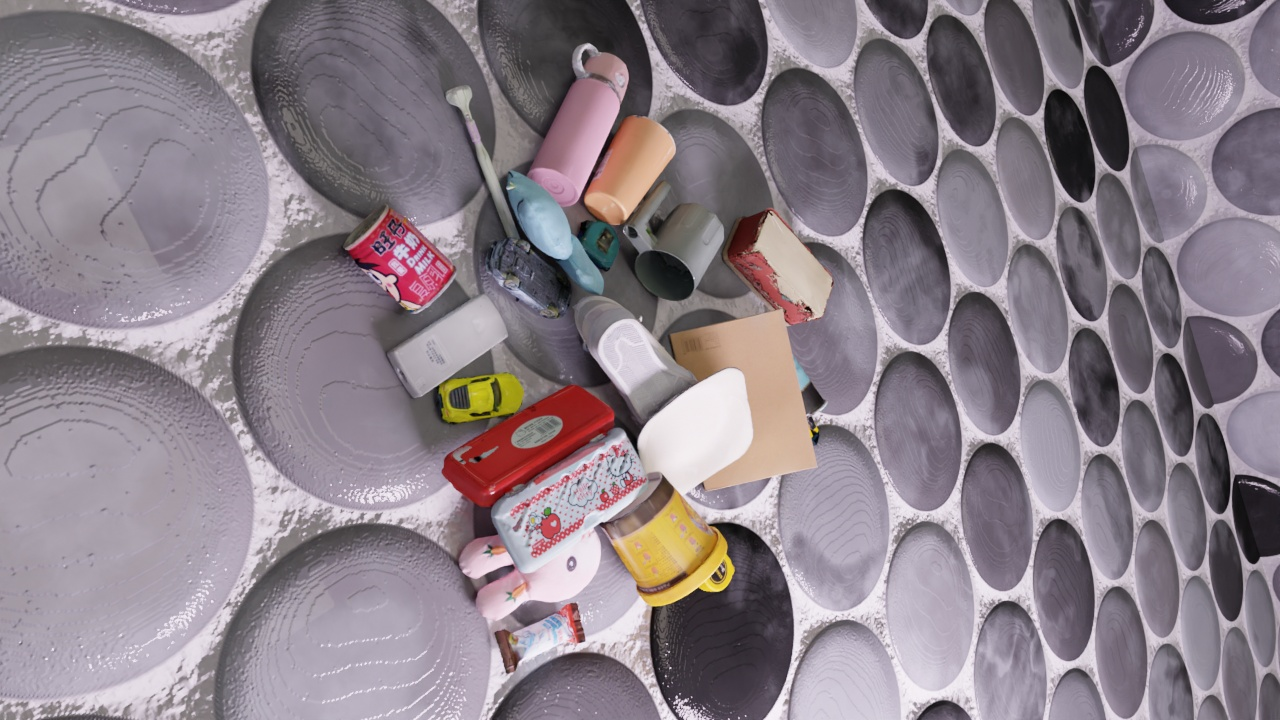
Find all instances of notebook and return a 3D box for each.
[{"bbox_3d":[0.133,0.051,1.185,0.012,0.149,0.211,-36,114,-86],"label":"notebook"}]

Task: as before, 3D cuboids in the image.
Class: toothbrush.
[{"bbox_3d":[-0.170,-0.212,1.023,0.029,0.020,0.189,-22,100,-12],"label":"toothbrush"}]

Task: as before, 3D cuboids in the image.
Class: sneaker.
[{"bbox_3d":[-0.006,0.006,1.099,0.089,0.091,0.242,-45,137,-4],"label":"sneaker"}]

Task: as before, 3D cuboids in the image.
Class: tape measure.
[{"bbox_3d":[0.088,0.263,1.161,0.057,0.029,0.060,-48,114,-38],"label":"tape measure"},{"bbox_3d":[-0.051,-0.143,1.112,0.058,0.025,0.054,36,61,-33],"label":"tape measure"}]

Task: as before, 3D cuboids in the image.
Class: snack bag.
[{"bbox_3d":[-0.106,0.295,0.981,0.104,0.026,0.048,-7,75,-43],"label":"snack bag"}]

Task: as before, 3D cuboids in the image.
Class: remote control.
[{"bbox_3d":[-0.198,-0.018,0.959,0.134,0.019,0.056,-40,109,-39],"label":"remote control"}]

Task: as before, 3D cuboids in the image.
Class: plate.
[{"bbox_3d":[0.062,0.088,1.120,0.164,0.034,0.164,-32,135,-18],"label":"plate"}]

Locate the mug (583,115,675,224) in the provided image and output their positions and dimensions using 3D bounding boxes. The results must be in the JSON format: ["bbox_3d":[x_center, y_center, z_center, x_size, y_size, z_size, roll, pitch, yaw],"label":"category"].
[{"bbox_3d":[-0.017,-0.231,1.129,0.078,0.078,0.122,43,61,-28],"label":"mug"}]

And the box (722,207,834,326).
[{"bbox_3d":[0.204,-0.131,1.306,0.168,0.078,0.091,42,56,-28],"label":"box"}]

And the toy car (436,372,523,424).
[{"bbox_3d":[-0.165,0.038,0.971,0.105,0.032,0.048,-7,86,-44],"label":"toy car"}]

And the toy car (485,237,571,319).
[{"bbox_3d":[-0.124,-0.091,1.031,0.120,0.037,0.054,36,57,-43],"label":"toy car"}]

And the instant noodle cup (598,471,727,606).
[{"bbox_3d":[0.019,0.200,1.057,0.114,0.119,0.118,53,51,-11],"label":"instant noodle cup"}]

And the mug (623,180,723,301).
[{"bbox_3d":[0.040,-0.154,1.158,0.124,0.084,0.103,52,51,-24],"label":"mug"}]

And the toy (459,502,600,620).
[{"bbox_3d":[-0.112,0.208,0.976,0.159,0.054,0.121,-27,98,-34],"label":"toy"}]

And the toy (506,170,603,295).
[{"bbox_3d":[-0.100,-0.144,1.026,0.161,0.050,0.156,55,2,30],"label":"toy"}]

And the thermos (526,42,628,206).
[{"bbox_3d":[-0.075,-0.285,1.086,0.087,0.067,0.198,47,55,-44],"label":"thermos"}]

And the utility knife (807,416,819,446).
[{"bbox_3d":[0.227,0.057,1.333,0.033,0.015,0.154,-38,108,-43],"label":"utility knife"}]

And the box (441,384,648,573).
[{"bbox_3d":[-0.091,0.115,0.967,0.160,0.065,0.200,48,47,13],"label":"box"}]

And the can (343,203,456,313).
[{"bbox_3d":[-0.238,-0.101,0.906,0.094,0.067,0.066,46,55,-26],"label":"can"}]

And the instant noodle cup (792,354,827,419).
[{"bbox_3d":[0.175,0.029,1.241,0.111,0.111,0.120,-31,94,-41],"label":"instant noodle cup"}]
